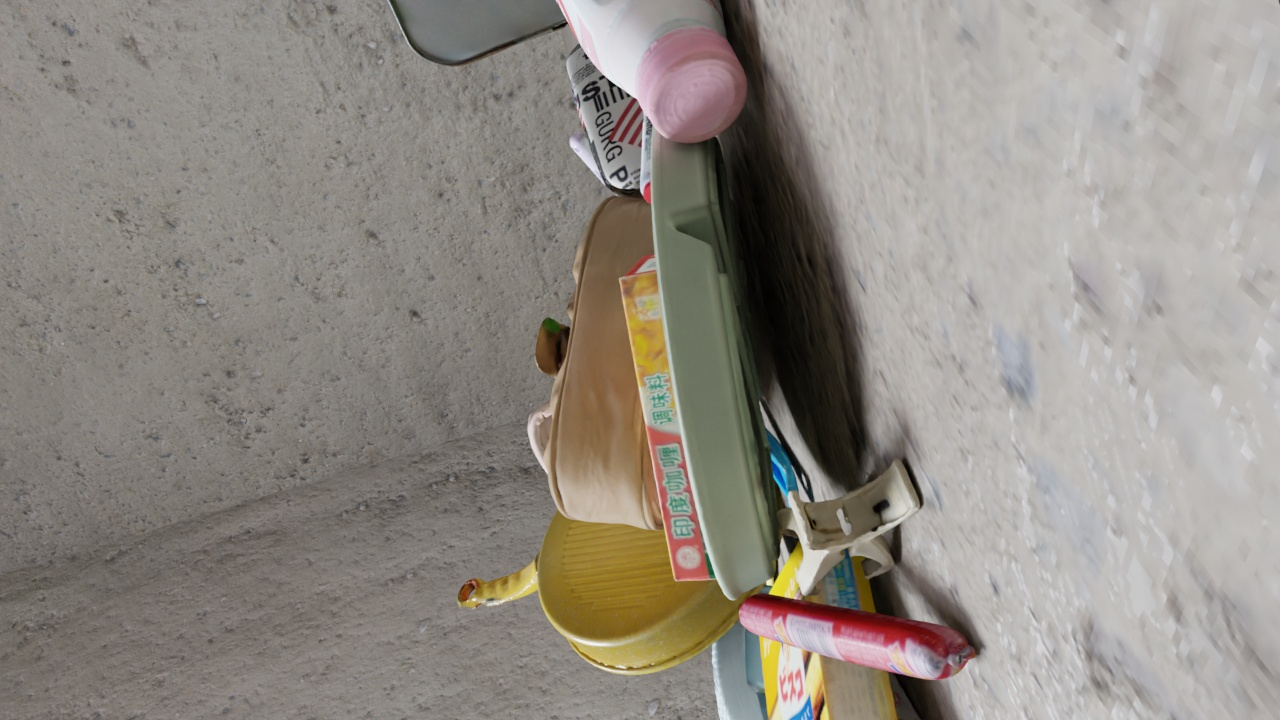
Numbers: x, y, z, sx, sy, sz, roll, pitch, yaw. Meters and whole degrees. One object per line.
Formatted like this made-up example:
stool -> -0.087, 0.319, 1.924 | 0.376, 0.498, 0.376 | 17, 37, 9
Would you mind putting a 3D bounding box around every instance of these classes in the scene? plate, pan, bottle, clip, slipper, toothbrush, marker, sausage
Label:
plate -> 0.040, -0.005, 0.435 | 0.230, 0.027, 0.230 | -8, -91, -80
pan -> -0.044, 0.159, 0.734 | 0.078, 0.358, 0.197 | 49, -138, -32
bottle -> -0.007, -0.168, 0.405 | 0.068, 0.068, 0.196 | 74, 176, -51
clip -> 0.085, 0.060, 0.348 | 0.104, 0.076, 0.034 | 98, 159, -64
slipper -> 0.095, 0.187, 0.680 | 0.104, 0.074, 0.244 | 72, -164, -50
toothbrush -> -0.004, -0.116, 0.719 | 0.189, 0.029, 0.021 | 44, -119, -50
marker -> 0.009, -0.133, 0.496 | 0.017, 0.017, 0.145 | 74, -167, -45
sausage -> 0.076, 0.105, 0.353 | 0.156, 0.020, 0.020 | -24, 82, 68

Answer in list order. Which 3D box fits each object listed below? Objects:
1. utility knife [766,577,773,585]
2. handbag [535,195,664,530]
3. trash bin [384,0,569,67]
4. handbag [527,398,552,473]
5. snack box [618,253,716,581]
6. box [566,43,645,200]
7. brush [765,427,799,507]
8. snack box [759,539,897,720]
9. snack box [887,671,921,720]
utility knife -> 0.121, 0.202, 0.893 | 0.177, 0.019, 0.031 | 82, 177, -60
handbag -> -0.003, 0.003, 0.580 | 0.148, 0.100, 0.204 | 43, -125, -66
trash bin -> -0.112, -0.319, 0.565 | 0.199, 0.199, 0.219 | 72, 174, -56
handbag -> 0.016, 0.113, 0.899 | 0.234, 0.193, 0.093 | 63, -178, 0
snack box -> 0.021, 0.025, 0.471 | 0.077, 0.027, 0.156 | -58, -41, -74
box -> -0.009, -0.163, 0.640 | 0.076, 0.075, 0.163 | 65, -176, -56
brush -> 0.068, 0.033, 0.638 | 0.254, 0.046, 0.083 | -116, 13, -63
snack box -> 0.083, 0.159, 0.408 | 0.087, 0.033, 0.140 | 103, 171, -50
snack box -> 0.119, 0.190, 0.447 | 0.156, 0.027, 0.085 | -110, 4, -73
